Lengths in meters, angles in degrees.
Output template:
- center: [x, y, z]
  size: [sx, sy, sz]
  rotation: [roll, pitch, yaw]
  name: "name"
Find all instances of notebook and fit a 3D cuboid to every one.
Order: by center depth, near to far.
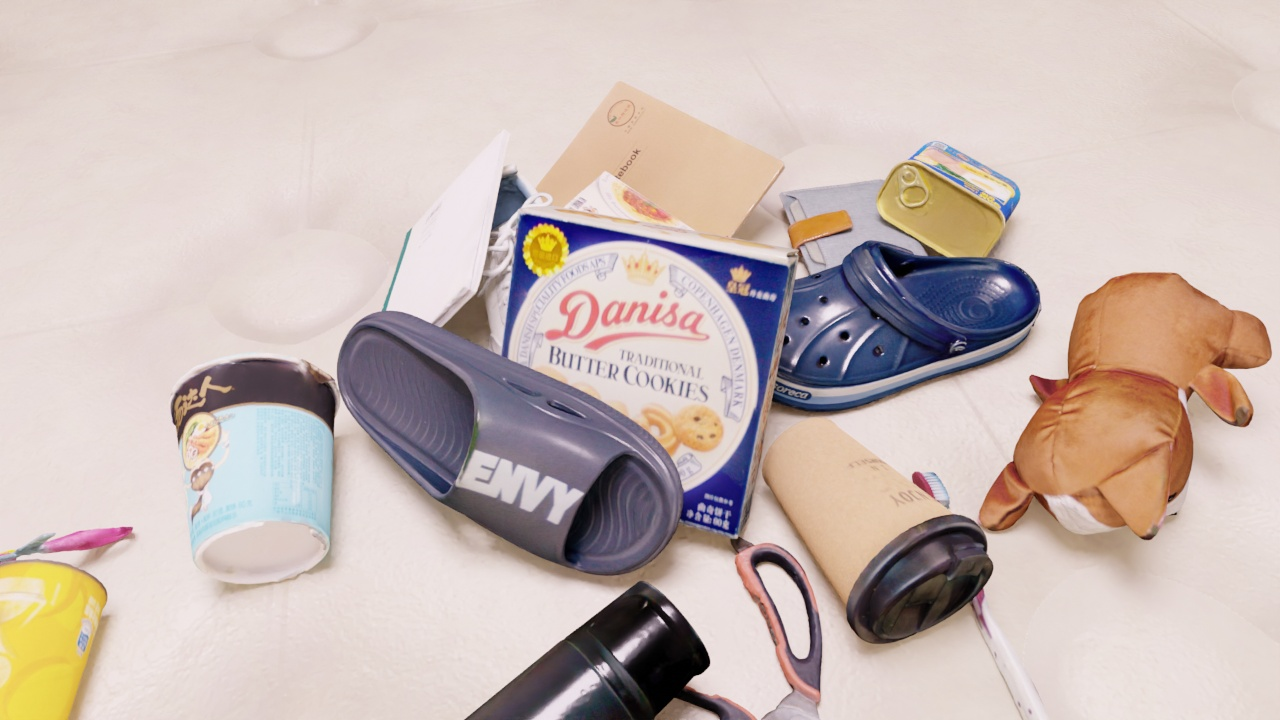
- center: [-0.164, -0.082, 0.734]
  size: [0.151, 0.012, 0.208]
  rotation: [-37, 34, 32]
  name: "notebook"
- center: [0.007, -0.156, 0.815]
  size: [0.208, 0.008, 0.148]
  rotation: [36, 88, 32]
  name: "notebook"

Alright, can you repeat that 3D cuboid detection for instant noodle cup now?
- center: [-0.247, 0.074, 0.596]
  size: [0.111, 0.111, 0.120]
  rotation: [-13, 54, -9]
  name: "instant noodle cup"
- center: [-0.010, -0.062, 0.671]
  size: [0.124, 0.117, 0.116]
  rotation: [40, 41, -2]
  name: "instant noodle cup"

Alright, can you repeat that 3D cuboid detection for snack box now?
- center: [-0.004, 0.003, 0.593]
  size: [0.178, 0.183, 0.045]
  rotation: [13, 15, 18]
  name: "snack box"

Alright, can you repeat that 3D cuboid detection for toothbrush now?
- center: [0.206, 0.141, 0.556]
  size: [0.017, 0.016, 0.187]
  rotation: [-2, 44, -12]
  name: "toothbrush"

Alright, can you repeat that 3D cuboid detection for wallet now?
- center: [0.181, -0.110, 0.787]
  size: [0.106, 0.037, 0.129]
  rotation: [-7, 45, -3]
  name: "wallet"

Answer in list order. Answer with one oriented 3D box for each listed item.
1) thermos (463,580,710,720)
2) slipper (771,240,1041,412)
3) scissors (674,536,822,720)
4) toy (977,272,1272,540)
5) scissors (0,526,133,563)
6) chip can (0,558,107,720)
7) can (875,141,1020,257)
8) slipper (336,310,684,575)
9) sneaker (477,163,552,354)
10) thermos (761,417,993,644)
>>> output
- center: [-0.076, 0.211, 0.466]
  size: [0.242, 0.068, 0.090]
  rotation: [-36, 9, -22]
  name: "thermos"
- center: [0.181, -0.035, 0.675]
  size: [0.252, 0.095, 0.105]
  rotation: [-8, 49, -9]
  name: "slipper"
- center: [0.079, 0.193, 0.515]
  size: [0.223, 0.015, 0.188]
  rotation: [18, 49, 19]
  name: "scissors"
- center: [0.311, 0.039, 0.590]
  size: [0.130, 0.140, 0.199]
  rotation: [50, 59, -8]
  name: "toy"
- center: [-0.378, 0.119, 0.572]
  size: [0.134, 0.134, 0.017]
  rotation: [-9, 78, -49]
  name: "scissors"
- center: [-0.349, 0.214, 0.486]
  size: [0.072, 0.072, 0.213]
  rotation: [-8, 45, -3]
  name: "chip can"
- center: [0.262, -0.136, 0.772]
  size: [0.102, 0.057, 0.083]
  rotation: [35, 39, 14]
  name: "can"
- center: [-0.104, 0.056, 0.573]
  size: [0.268, 0.111, 0.083]
  rotation: [28, 21, 20]
  name: "slipper"
- center: [-0.088, -0.068, 0.728]
  size: [0.089, 0.091, 0.242]
  rotation: [-12, 47, -7]
  name: "sneaker"
- center: [0.137, 0.099, 0.555]
  size: [0.093, 0.093, 0.143]
  rotation: [-20, 40, -15]
  name: "thermos"
